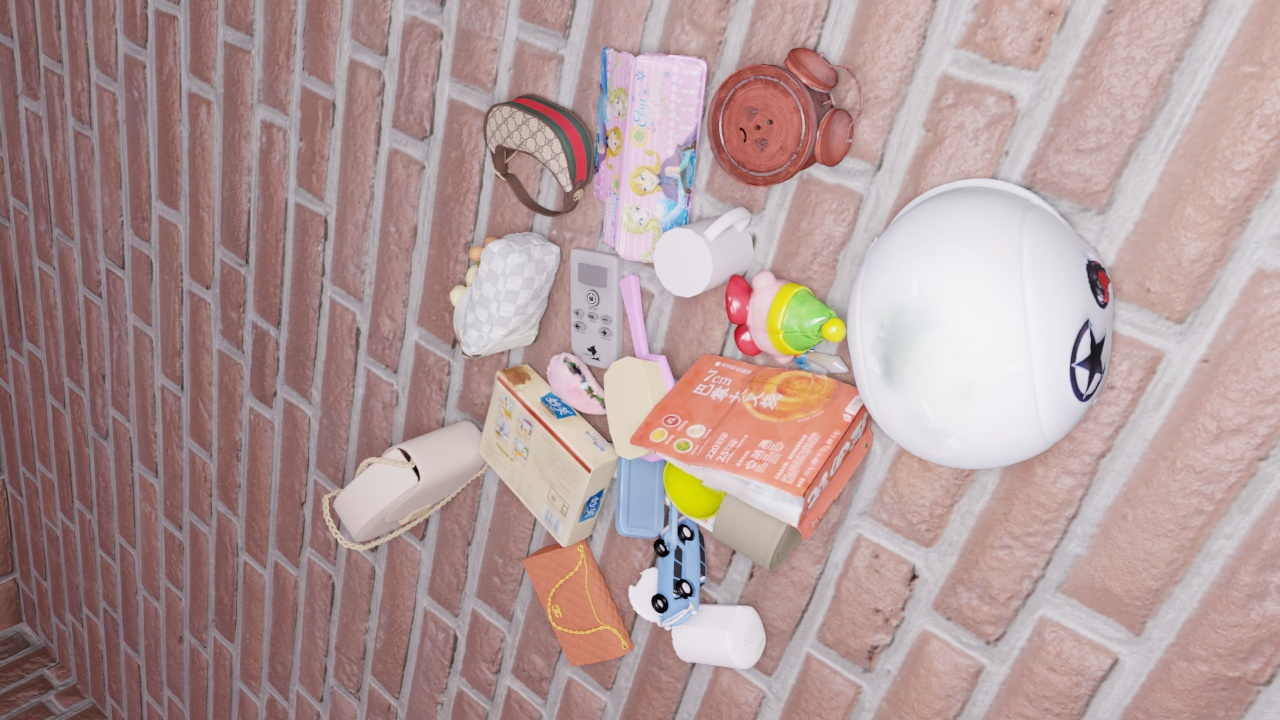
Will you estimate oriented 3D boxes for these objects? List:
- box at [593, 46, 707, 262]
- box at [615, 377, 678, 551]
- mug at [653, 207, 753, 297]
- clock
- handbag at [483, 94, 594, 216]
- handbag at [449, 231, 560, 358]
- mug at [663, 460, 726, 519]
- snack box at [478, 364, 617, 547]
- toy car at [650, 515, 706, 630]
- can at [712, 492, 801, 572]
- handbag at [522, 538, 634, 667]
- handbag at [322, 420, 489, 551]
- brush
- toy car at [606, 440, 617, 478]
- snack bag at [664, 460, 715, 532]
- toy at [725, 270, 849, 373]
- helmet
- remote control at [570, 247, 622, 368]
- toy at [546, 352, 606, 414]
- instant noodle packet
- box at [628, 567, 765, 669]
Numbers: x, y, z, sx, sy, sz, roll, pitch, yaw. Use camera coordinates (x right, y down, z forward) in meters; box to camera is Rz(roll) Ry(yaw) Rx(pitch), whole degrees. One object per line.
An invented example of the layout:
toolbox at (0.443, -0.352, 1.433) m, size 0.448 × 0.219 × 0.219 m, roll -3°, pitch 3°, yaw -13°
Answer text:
box at (-0.006, -0.232, 1.043) m, size 0.159 × 0.066 × 0.231 m, roll 20°, pitch 117°, yaw 31°
box at (0.020, 0.123, 1.132) m, size 0.121 × 0.049 × 0.209 m, roll 5°, pitch 95°, yaw 49°
mug at (0.078, -0.125, 0.999) m, size 0.073 × 0.089 × 0.105 m, roll 49°, pitch 128°, yaw 12°
clock at (0.147, -0.241, 0.918) m, size 0.158 × 0.072 × 0.120 m, roll -15°, pitch 96°, yaw 40°
handbag at (-0.133, -0.250, 1.136) m, size 0.166 × 0.063 × 0.139 m, roll 30°, pitch 130°, yaw 28°
handbag at (-0.179, -0.097, 1.191) m, size 0.123 × 0.112 × 0.172 m, roll 43°, pitch 127°, yaw 26°
mug at (0.089, 0.127, 1.069) m, size 0.083 × 0.105 × 0.083 m, roll 14°, pitch 114°, yaw 33°
snack box at (-0.130, 0.126, 1.244) m, size 0.207 × 0.055 × 0.154 m, roll 42°, pitch 130°, yaw 29°
toy car at (0.051, 0.262, 1.134) m, size 0.054 × 0.153 × 0.056 m, roll 36°, pitch 123°, yaw -24°
can at (0.146, 0.164, 1.027) m, size 0.073 × 0.127 × 0.128 m, roll 30°, pitch 122°, yaw 23°
handbag at (-0.089, 0.347, 1.314) m, size 0.109 × 0.060 × 0.172 m, roll -24°, pitch 91°, yaw 36°
handbag at (-0.338, 0.172, 1.337) m, size 0.209 × 0.210 × 0.103 m, roll -41°, pitch 79°, yaw 31°
brush at (-0.006, 0.006, 1.092) m, size 0.089 × 0.043 × 0.228 m, roll -24°, pitch 72°, yaw 48°
toy car at (-0.034, 0.134, 1.212) m, size 0.106 × 0.033 × 0.048 m, roll 8°, pitch 112°, yaw 36°
snack bag at (0.091, 0.179, 1.136) m, size 0.197 × 0.016 × 0.070 m, roll 29°, pitch 106°, yaw 26°
toy at (0.159, -0.034, 0.974) m, size 0.132 × 0.096 × 0.124 m, roll -3°, pitch 116°, yaw 24°
helmet at (0.289, -0.025, 0.831) m, size 0.237 × 0.163 × 0.264 m, roll -1°, pitch 105°, yaw 36°
remote control at (-0.057, -0.064, 1.167) m, size 0.074 × 0.019 × 0.151 m, roll 14°, pitch 114°, yaw 32°
toy at (-0.087, 0.031, 1.200) m, size 0.102 × 0.050 × 0.093 m, roll 53°, pitch 159°, yaw -21°
instant noodle packet at (0.118, 0.070, 0.983) m, size 0.221 × 0.164 × 0.084 m, roll 21°, pitch 142°, yaw 29°
box at (0.071, 0.323, 1.157) m, size 0.137 × 0.083 × 0.144 m, roll -11°, pitch 126°, yaw 40°
